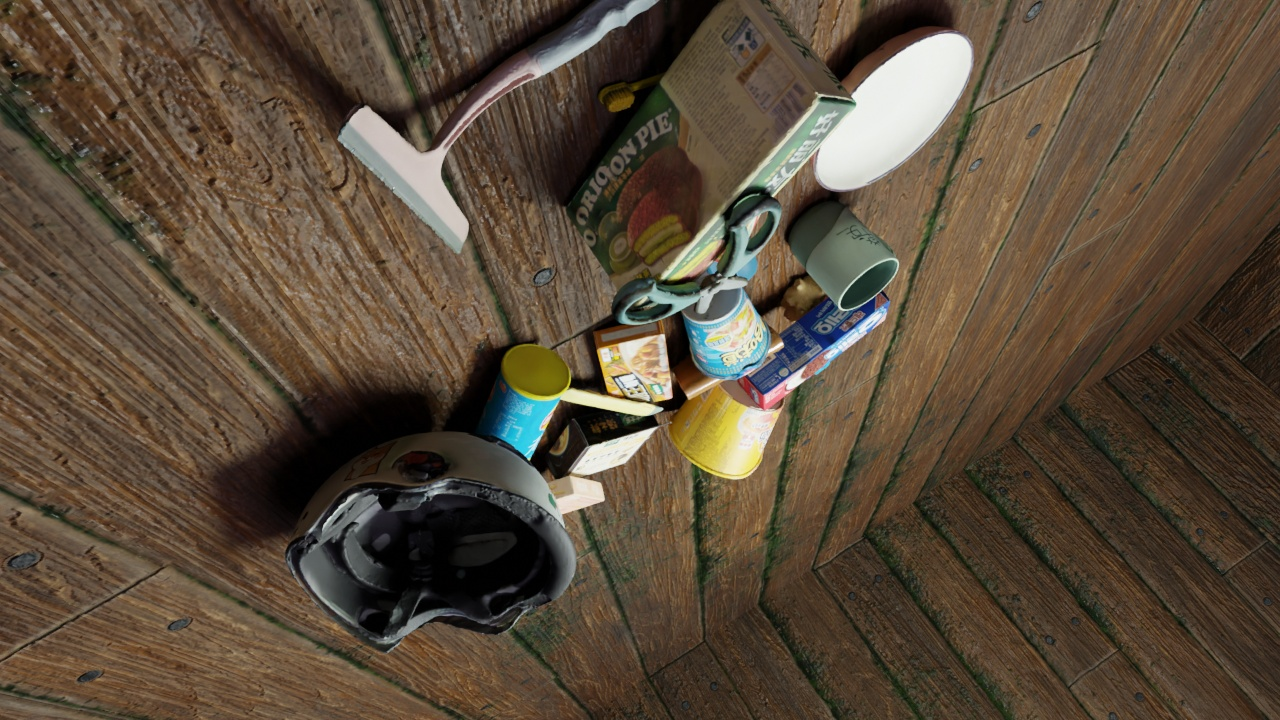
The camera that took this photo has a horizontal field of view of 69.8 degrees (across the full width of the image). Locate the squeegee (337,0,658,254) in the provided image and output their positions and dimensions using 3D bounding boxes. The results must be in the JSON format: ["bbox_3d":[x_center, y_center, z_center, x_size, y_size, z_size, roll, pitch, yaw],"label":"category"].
[{"bbox_3d":[-0.075,-0.197,0.634,0.249,0.040,0.248,-40,170,-3],"label":"squeegee"}]

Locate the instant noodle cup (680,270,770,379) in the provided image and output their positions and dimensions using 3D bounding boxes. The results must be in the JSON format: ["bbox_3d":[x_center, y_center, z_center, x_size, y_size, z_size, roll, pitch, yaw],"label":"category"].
[{"bbox_3d":[0.091,-0.046,1.036,0.099,0.099,0.110,-34,146,-2],"label":"instant noodle cup"}]

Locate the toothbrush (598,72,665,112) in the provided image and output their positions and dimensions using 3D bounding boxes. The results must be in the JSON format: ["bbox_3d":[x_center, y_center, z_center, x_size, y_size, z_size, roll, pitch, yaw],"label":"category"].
[{"bbox_3d":[0.051,-0.235,0.743,0.189,0.016,0.016,-24,157,-22],"label":"toothbrush"}]

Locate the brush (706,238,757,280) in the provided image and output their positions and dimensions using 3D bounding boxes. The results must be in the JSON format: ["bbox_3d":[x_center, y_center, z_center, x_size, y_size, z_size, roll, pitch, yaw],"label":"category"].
[{"bbox_3d":[0.086,-0.116,0.924,0.055,0.073,0.144,-40,154,-1],"label":"brush"}]

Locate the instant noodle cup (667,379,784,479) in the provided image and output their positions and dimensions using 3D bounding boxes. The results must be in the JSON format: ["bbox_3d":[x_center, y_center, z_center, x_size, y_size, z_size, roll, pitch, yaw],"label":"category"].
[{"bbox_3d":[0.120,0.071,1.227,0.137,0.138,0.110,-8,135,-44],"label":"instant noodle cup"}]

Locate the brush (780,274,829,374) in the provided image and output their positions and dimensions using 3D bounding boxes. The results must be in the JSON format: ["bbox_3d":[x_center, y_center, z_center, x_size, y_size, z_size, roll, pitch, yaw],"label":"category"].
[{"bbox_3d":[0.241,-0.043,1.255,0.083,0.046,0.255,-37,149,-6],"label":"brush"}]

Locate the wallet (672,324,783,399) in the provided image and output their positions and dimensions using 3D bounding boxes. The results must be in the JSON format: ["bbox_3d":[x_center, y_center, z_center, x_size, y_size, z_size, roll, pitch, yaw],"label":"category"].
[{"bbox_3d":[0.103,-0.004,1.123,0.132,0.031,0.107,-29,-165,1],"label":"wallet"}]

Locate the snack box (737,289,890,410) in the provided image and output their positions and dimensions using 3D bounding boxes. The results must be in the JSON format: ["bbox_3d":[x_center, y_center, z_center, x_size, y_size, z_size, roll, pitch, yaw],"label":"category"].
[{"bbox_3d":[0.218,-0.025,1.155,0.207,0.057,0.058,-37,156,-8],"label":"snack box"}]

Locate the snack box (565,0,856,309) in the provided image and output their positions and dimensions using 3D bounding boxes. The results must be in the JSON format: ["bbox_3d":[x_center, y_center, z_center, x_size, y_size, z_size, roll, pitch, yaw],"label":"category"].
[{"bbox_3d":[0.046,-0.157,0.725,0.063,0.114,0.241,-14,154,-47],"label":"snack box"}]

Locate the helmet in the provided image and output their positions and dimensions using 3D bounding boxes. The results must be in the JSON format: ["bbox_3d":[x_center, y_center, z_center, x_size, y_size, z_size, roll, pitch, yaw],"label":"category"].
[{"bbox_3d":[-0.203,0.159,0.917,0.274,0.156,0.230,-17,128,6],"label":"helmet"}]

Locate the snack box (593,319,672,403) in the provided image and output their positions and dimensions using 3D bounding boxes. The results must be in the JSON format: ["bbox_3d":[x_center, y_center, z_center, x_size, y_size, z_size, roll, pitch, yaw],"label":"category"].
[{"bbox_3d":[-0.006,0.006,1.047,0.075,0.026,0.154,-12,151,-1],"label":"snack box"}]

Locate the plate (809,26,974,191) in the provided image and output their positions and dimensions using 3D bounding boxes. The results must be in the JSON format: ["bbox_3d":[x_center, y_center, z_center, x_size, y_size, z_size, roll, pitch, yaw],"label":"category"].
[{"bbox_3d":[0.243,-0.254,0.917,0.192,0.039,0.193,-28,153,-15],"label":"plate"}]

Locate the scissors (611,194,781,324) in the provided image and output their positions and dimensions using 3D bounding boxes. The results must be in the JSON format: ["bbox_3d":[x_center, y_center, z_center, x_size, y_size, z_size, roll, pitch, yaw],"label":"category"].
[{"bbox_3d":[0.060,-0.079,0.737,0.169,0.019,0.181,-8,149,-51],"label":"scissors"}]

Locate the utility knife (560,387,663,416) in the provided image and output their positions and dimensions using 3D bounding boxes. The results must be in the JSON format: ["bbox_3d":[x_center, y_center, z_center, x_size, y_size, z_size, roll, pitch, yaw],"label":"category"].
[{"bbox_3d":[-0.056,0.044,1.047,0.212,0.022,0.031,10,145,-45],"label":"utility knife"}]

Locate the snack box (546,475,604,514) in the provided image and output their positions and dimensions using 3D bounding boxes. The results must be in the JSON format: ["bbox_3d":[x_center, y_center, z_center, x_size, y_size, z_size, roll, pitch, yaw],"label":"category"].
[{"bbox_3d":[-0.133,0.184,1.162,0.157,0.026,0.084,-21,159,19],"label":"snack box"}]

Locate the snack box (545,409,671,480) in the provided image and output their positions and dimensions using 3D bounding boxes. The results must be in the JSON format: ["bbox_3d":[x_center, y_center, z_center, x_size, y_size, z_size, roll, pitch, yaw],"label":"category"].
[{"bbox_3d":[-0.042,0.099,1.144,0.113,0.053,0.126,-14,154,-37],"label":"snack box"}]

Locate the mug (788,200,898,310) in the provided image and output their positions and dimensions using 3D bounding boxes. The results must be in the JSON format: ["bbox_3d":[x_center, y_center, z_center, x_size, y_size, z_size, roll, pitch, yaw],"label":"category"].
[{"bbox_3d":[0.238,-0.126,1.051,0.111,0.106,0.082,-18,148,-32],"label":"mug"}]

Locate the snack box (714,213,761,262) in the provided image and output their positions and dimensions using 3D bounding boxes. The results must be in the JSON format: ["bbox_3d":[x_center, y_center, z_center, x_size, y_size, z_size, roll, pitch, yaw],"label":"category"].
[{"bbox_3d":[0.105,-0.166,0.825,0.077,0.027,0.155,91,25,-60],"label":"snack box"}]

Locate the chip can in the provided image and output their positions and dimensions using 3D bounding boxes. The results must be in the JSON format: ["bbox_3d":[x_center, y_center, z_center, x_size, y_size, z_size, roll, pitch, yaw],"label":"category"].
[{"bbox_3d":[-0.141,0.076,0.981,0.071,0.071,0.211,-14,148,-37],"label":"chip can"}]
